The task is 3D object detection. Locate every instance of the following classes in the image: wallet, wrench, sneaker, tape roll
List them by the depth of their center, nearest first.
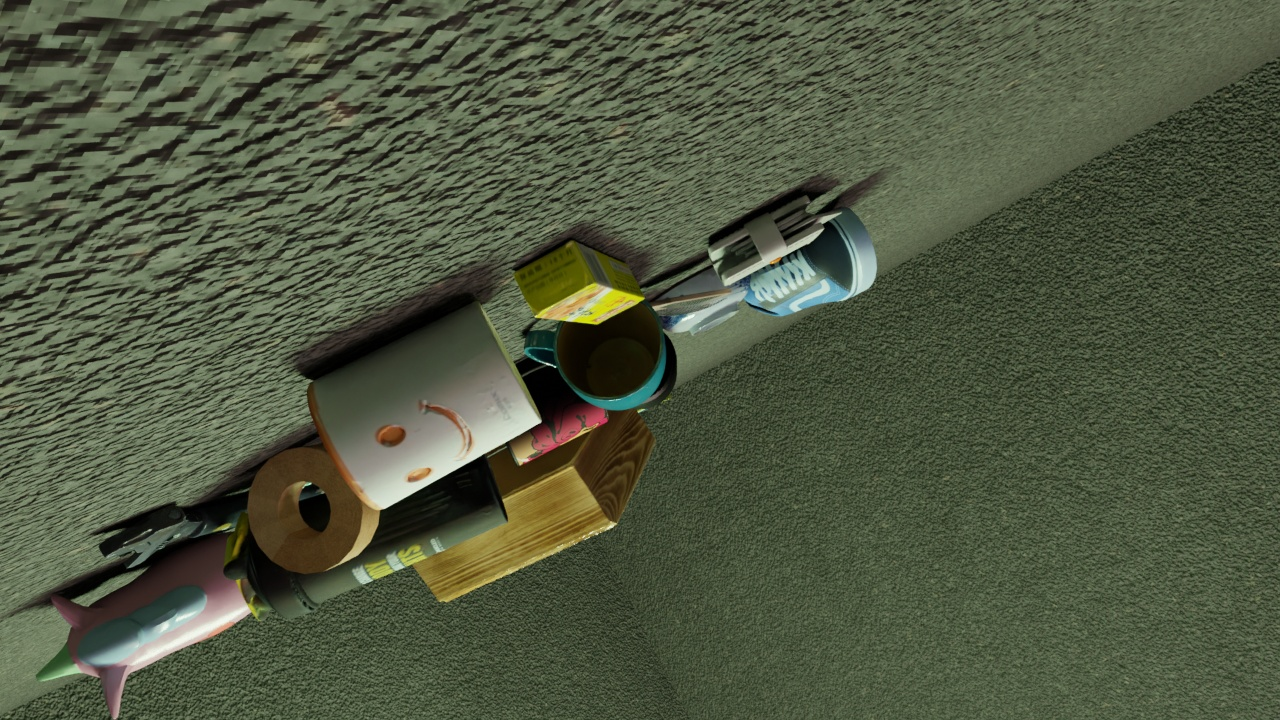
[{"bbox_3d":[-0.245,0.110,0.688,0.094,0.094,0.027,-28,175,11],"label":"tape roll"},{"bbox_3d":[0.113,-0.101,0.746,0.115,0.037,0.118,-28,179,6],"label":"wallet"},{"bbox_3d":[-0.346,0.129,0.764,0.073,0.022,0.273,-35,174,9],"label":"wrench"},{"bbox_3d":[0.159,-0.083,0.934,0.098,0.083,0.241,-27,178,-9],"label":"sneaker"}]

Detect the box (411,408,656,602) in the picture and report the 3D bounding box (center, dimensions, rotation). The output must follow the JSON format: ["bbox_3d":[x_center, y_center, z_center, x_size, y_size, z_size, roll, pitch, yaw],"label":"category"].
[{"bbox_3d":[-0.155,0.130,1.188,0.280,0.192,0.250,-30,-170,22],"label":"box"}]

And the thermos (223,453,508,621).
[{"bbox_3d":[-0.226,0.139,0.760,0.220,0.098,0.098,-20,175,-6],"label":"thermos"}]

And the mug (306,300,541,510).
[{"bbox_3d":[-0.121,0.025,0.522,0.105,0.082,0.082,-28,176,-5],"label":"mug"}]

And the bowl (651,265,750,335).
[{"bbox_3d":[0.063,-0.056,0.900,0.114,0.045,0.114,-27,175,-3],"label":"bowl"}]

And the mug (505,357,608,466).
[{"bbox_3d":[-0.095,0.034,0.872,0.098,0.082,0.118,-26,148,-10],"label":"mug"}]

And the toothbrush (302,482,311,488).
[{"bbox_3d":[-0.258,0.079,0.754,0.155,0.015,0.022,-32,-152,51],"label":"toothbrush"}]

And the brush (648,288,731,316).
[{"bbox_3d":[0.011,-0.042,0.773,0.135,0.015,0.050,-11,179,-26],"label":"brush"}]

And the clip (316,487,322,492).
[{"bbox_3d":[-0.246,0.098,0.899,0.152,0.101,0.126,-61,163,21],"label":"clip"}]

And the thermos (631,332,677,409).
[{"bbox_3d":[-0.006,0.005,0.934,0.086,0.086,0.198,-27,175,0],"label":"thermos"}]

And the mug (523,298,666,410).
[{"bbox_3d":[-0.034,-0.004,0.719,0.112,0.084,0.104,8,169,7],"label":"mug"}]

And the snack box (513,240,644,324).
[{"bbox_3d":[-0.034,-0.045,0.569,0.040,0.029,0.148,-28,175,10],"label":"snack box"}]

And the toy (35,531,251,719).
[{"bbox_3d":[-0.437,0.229,0.876,0.222,0.120,0.171,-25,-175,-13],"label":"toy"}]

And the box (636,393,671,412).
[{"bbox_3d":[-0.076,0.076,1.407,0.221,0.079,0.124,-26,175,24],"label":"box"}]
